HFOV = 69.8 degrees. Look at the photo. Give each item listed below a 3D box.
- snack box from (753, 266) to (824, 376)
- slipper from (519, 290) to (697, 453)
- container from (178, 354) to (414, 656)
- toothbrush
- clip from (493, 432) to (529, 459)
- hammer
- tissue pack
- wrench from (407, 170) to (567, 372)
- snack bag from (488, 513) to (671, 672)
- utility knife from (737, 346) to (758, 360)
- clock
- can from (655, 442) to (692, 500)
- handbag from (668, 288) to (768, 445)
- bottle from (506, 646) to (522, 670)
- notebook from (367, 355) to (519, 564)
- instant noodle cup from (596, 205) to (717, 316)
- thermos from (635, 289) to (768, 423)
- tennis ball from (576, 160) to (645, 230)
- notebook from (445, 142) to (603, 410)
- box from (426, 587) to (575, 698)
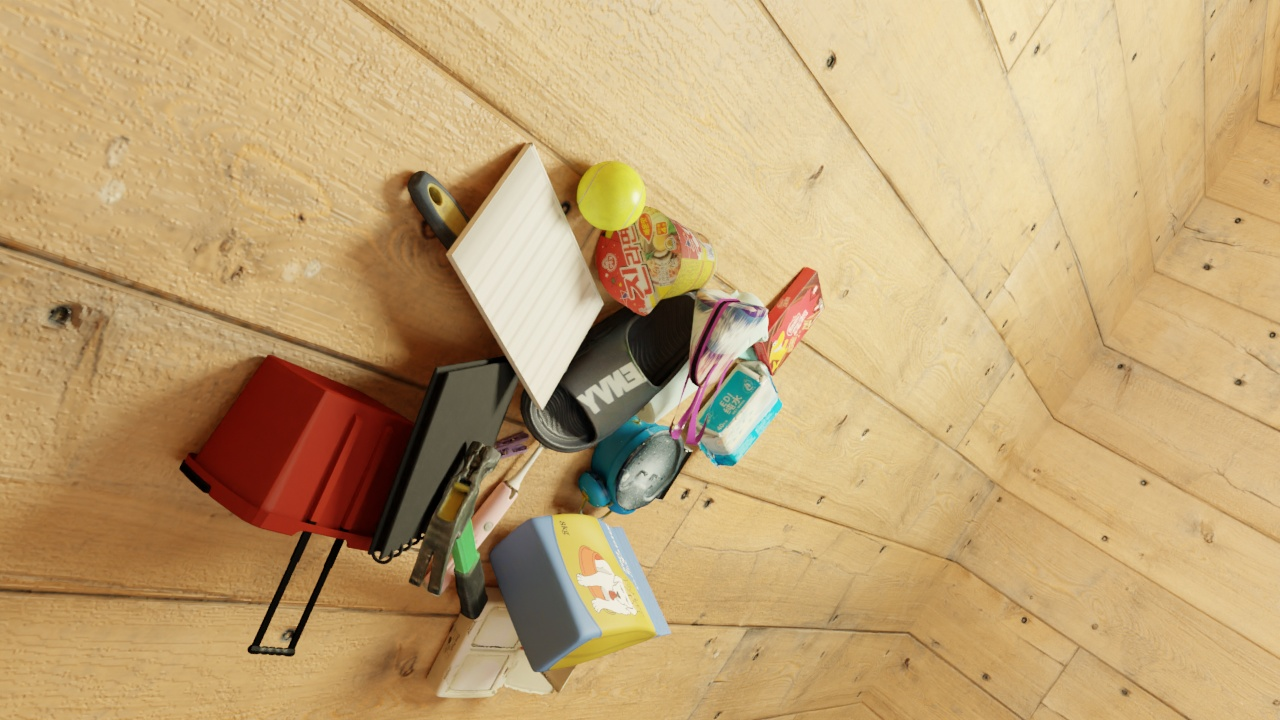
[{"bbox_3d":[0.204,-0.053,1.258,0.132,0.021,0.089,-50,145,-16],"label":"snack box"},{"bbox_3d":[-0.006,0.006,0.987,0.267,0.083,0.111,-40,115,-27],"label":"slipper"},{"bbox_3d":[-0.284,0.115,0.741,0.148,0.127,0.200,35,81,-56],"label":"container"},{"bbox_3d":[-0.163,0.165,1.014,0.222,0.026,0.027,-52,136,-3],"label":"toothbrush"},{"bbox_3d":[-0.143,0.095,0.992,0.052,0.013,0.036,-20,132,-36],"label":"clip"},{"bbox_3d":[-0.177,0.204,0.926,0.319,0.032,0.130,101,11,-59],"label":"hammer"},{"bbox_3d":[0.129,0.074,1.254,0.144,0.062,0.093,-50,144,-11],"label":"tissue pack"},{"bbox_3d":[-0.129,-0.068,0.834,0.273,0.022,0.073,58,46,-46],"label":"wrench"},{"bbox_3d":[-0.058,0.269,1.094,0.102,0.159,0.205,-42,150,28],"label":"snack bag"},{"bbox_3d":[0.152,-0.008,1.251,0.158,0.015,0.022,14,86,-54],"label":"utility knife"},{"bbox_3d":[-0.017,0.138,1.138,0.161,0.060,0.116,-53,147,1],"label":"clock"},{"bbox_3d":[0.037,0.146,1.231,0.031,0.031,0.080,23,100,-55],"label":"can"},{"bbox_3d":[0.075,0.011,1.007,0.144,0.068,0.170,-12,123,-70],"label":"handbag"},{"bbox_3d":[-0.120,0.378,1.231,0.141,0.042,0.042,-33,140,-29],"label":"bottle"},{"bbox_3d":[-0.167,0.080,0.829,0.231,0.019,0.169,-22,133,-82],"label":"notebook"},{"bbox_3d":[0.025,-0.108,0.958,0.112,0.100,0.100,-8,125,-58],"label":"instant noodle cup"},{"bbox_3d":[0.070,-0.008,1.110,0.206,0.065,0.078,-37,102,-23],"label":"thermos"},{"bbox_3d":[-0.028,-0.156,0.869,0.065,0.065,0.065,-30,139,-31],"label":"tennis ball"},{"bbox_3d":[-0.097,-0.073,0.848,0.142,0.009,0.210,-62,148,-31],"label":"notebook"},{"bbox_3d":[-0.149,0.366,1.117,0.186,0.101,0.145,21,103,-28],"label":"box"}]
